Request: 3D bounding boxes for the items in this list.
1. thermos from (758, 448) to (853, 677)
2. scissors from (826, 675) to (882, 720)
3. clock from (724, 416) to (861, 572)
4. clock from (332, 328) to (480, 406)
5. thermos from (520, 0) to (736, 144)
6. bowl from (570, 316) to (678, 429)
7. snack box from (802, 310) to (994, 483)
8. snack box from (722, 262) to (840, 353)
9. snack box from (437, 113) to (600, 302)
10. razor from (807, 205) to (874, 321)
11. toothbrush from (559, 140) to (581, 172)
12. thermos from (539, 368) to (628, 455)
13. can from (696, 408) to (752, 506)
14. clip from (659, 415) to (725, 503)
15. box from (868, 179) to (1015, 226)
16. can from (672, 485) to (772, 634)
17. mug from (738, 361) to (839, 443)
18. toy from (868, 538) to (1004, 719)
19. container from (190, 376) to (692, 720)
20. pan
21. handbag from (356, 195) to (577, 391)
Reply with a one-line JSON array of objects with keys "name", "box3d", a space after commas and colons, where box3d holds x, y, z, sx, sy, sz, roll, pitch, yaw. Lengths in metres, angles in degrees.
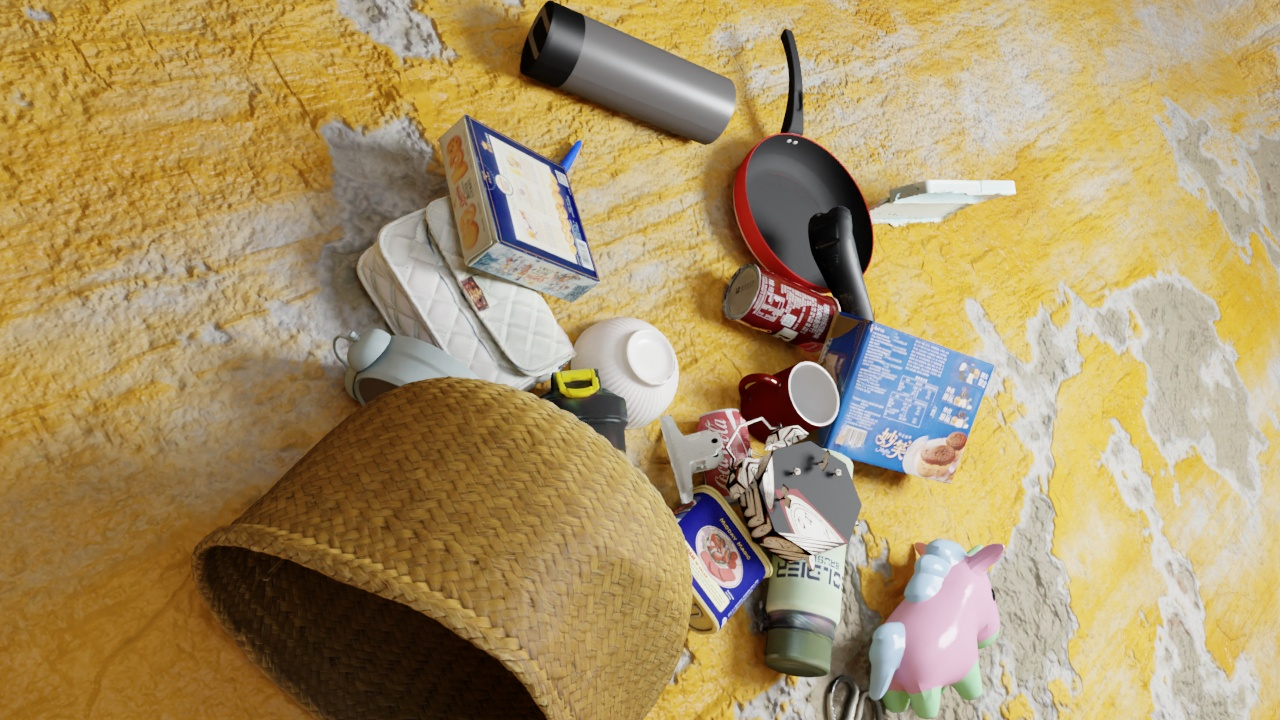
[{"name": "thermos", "box3d": [0.172, 0.211, 0.963, 0.082, 0.083, 0.230, 25, 60, -24]}, {"name": "scissors", "box3d": [0.199, 0.403, 0.945, 0.170, 0.013, 0.121, -30, 87, -36]}, {"name": "clock", "box3d": [0.149, 0.122, 0.907, 0.114, 0.065, 0.154, -35, 84, -31]}, {"name": "clock", "box3d": [-0.188, 0.029, 0.764, 0.159, 0.123, 0.045, 32, 60, -4]}, {"name": "thermos", "box3d": [-0.012, -0.322, 1.039, 0.240, 0.082, 0.082, 13, 65, -29]}, {"name": "bowl", "box3d": [-0.006, 0.005, 0.929, 0.118, 0.062, 0.118, 13, 65, -30]}, {"name": "snack box", "box3d": [0.297, 0.046, 1.071, 0.202, 0.069, 0.155, 15, 95, -28]}, {"name": "snack box", "box3d": [0.163, -0.060, 1.063, 0.121, 0.072, 0.072, 19, 62, -26]}, {"name": "snack box", "box3d": [-0.113, -0.140, 0.862, 0.145, 0.043, 0.144, 17, 49, -52]}, {"name": "razor", "box3d": [0.245, -0.107, 1.090, 0.067, 0.054, 0.151, -29, 99, -53]}, {"name": "toothbrush", "box3d": [-0.102, -0.174, 0.963, 0.018, 0.016, 0.182, 33, 57, -13]}, {"name": "thermos", "box3d": [-0.050, 0.119, 0.838, 0.098, 0.098, 0.220, 2, 75, -33]}, {"name": "can", "box3d": [0.090, 0.102, 0.961, 0.054, 0.054, 0.096, 1, 71, -34]}, {"name": "clip", "box3d": [0.054, 0.087, 0.915, 0.050, 0.058, 0.101, 62, 8, -46]}, {"name": "box", "box3d": [0.396, -0.216, 1.237, 0.196, 0.135, 0.040, -6, 86, -36]}, {"name": "can", "box3d": [0.061, 0.198, 0.904, 0.092, 0.057, 0.116, -39, 96, -36]}, {"name": "mug", "box3d": [0.150, 0.042, 1.006, 0.105, 0.083, 0.073, 24, 60, -25]}, {"name": "toy", "box3d": [0.322, 0.290, 1.015, 0.221, 0.120, 0.171, -5, 84, -36]}, {"name": "container", "box3d": [-0.122, 0.160, 0.647, 0.307, 0.308, 0.196, 44, 46, -12]}, {"name": "pan", "box3d": [0.195, -0.251, 1.159, 0.208, 0.067, 0.355, 4, 70, -33]}, {"name": "handbag", "box3d": [-0.154, -0.052, 0.845, 0.138, 0.073, 0.195, -35, 94, -40]}]
